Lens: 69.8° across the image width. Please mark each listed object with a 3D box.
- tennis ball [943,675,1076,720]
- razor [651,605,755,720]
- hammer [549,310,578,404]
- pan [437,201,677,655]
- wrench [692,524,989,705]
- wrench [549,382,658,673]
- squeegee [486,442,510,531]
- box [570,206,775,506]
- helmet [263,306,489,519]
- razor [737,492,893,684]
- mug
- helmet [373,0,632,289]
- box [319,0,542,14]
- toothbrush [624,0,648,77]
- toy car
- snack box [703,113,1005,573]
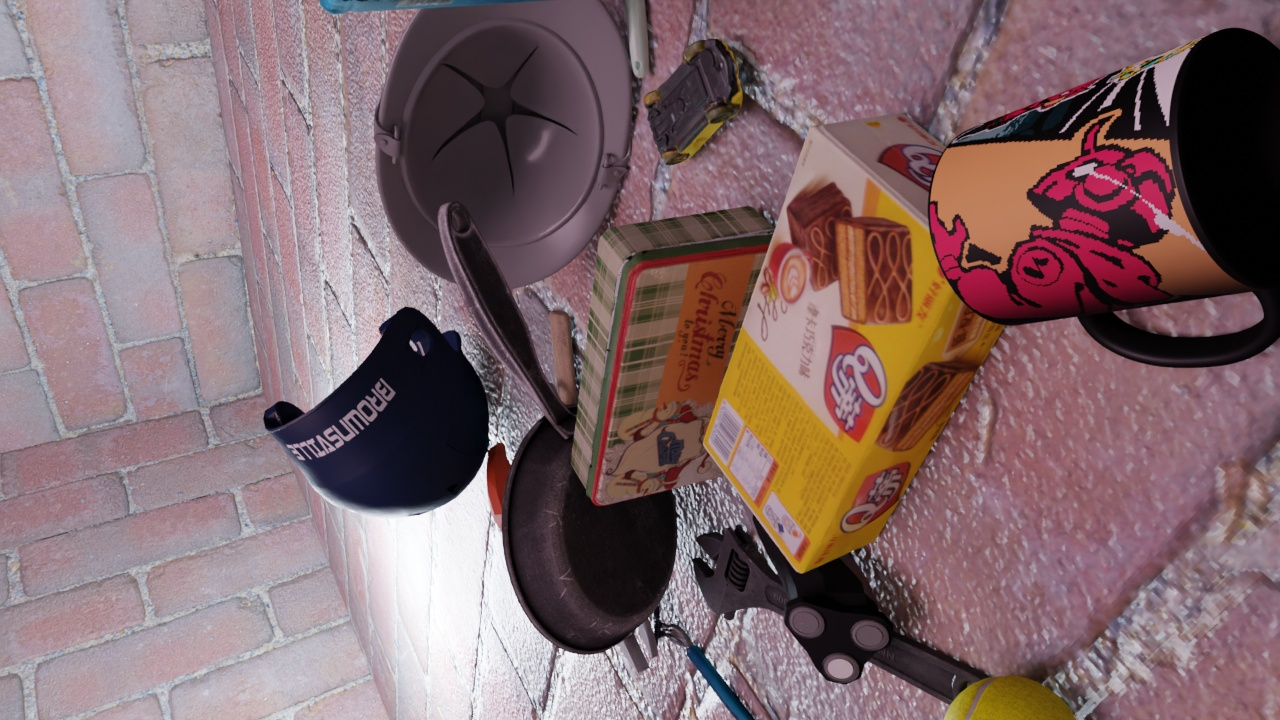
[{"bbox_3d":[0.180,0.188,0.445,0.065,0.065,0.065,36,134,50],"label":"tennis ball"},{"bbox_3d":[0.055,0.260,0.758,0.144,0.022,0.042,39,140,41],"label":"razor"},{"bbox_3d":[-0.062,0.112,0.900,0.119,0.030,0.331,23,120,55],"label":"hammer"},{"bbox_3d":[-0.063,0.048,0.682,0.055,0.186,0.357,-11,104,36],"label":"pan"},{"bbox_3d":[0.115,0.167,0.601,0.274,0.018,0.073,12,105,57],"label":"wrench"},{"bbox_3d":[-0.042,0.146,0.832,0.273,0.018,0.084,67,153,15],"label":"wrench"},{"bbox_3d":[-0.140,0.164,1.028,0.184,0.055,0.250,-117,25,-43],"label":"squeegee"},{"bbox_3d":[0.021,0.004,0.592,0.049,0.117,0.206,52,143,40],"label":"box"},{"bbox_3d":[-0.287,0.068,1.091,0.223,0.232,0.272,50,-169,-28],"label":"helmet"},{"bbox_3d":[0.100,0.120,0.571,0.057,0.060,0.156,-60,27,27],"label":"razor"},{"bbox_3d":[0.179,-0.045,0.330,0.118,0.081,0.098,51,156,-14],"label":"mug"},{"bbox_3d":[-0.106,-0.191,0.704,0.117,0.183,0.272,-102,22,-46],"label":"helmet"},{"bbox_3d":[-0.055,-0.251,0.481,0.121,0.226,0.098,-4,100,63],"label":"box"},{"bbox_3d":[-0.007,-0.269,0.612,0.022,0.015,0.155,-1,107,19],"label":"toothbrush"},{"bbox_3d":[0.034,-0.161,0.575,0.107,0.030,0.049,-27,78,64],"label":"toy car"},{"bbox_3d":[0.109,0.000,0.485,0.110,0.061,0.231,54,146,35],"label":"snack box"}]
